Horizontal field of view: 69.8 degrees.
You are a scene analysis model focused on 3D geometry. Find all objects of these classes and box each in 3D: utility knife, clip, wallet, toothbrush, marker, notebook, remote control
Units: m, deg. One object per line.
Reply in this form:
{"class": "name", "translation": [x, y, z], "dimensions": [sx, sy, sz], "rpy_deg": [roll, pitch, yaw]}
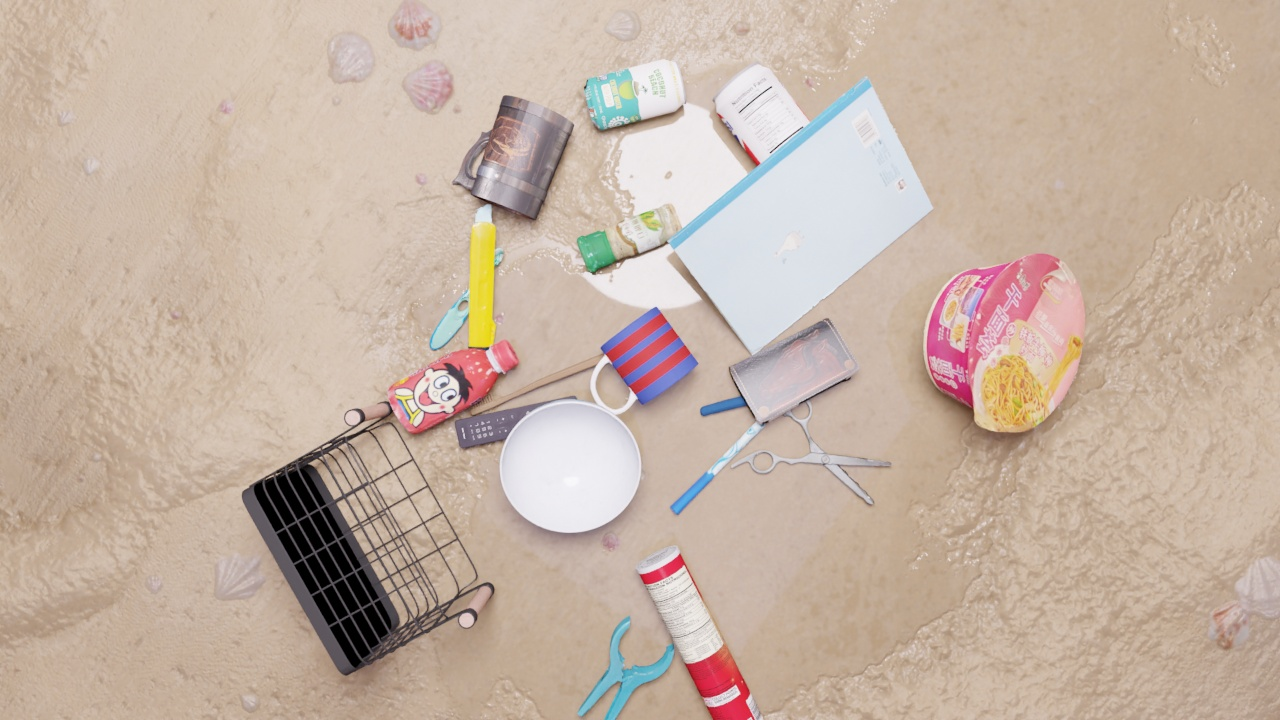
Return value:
{"class": "utility knife", "translation": [-0.169, -0.085, 0.985], "dimensions": [0.030, 0.017, 0.165], "rpy_deg": [-3, 111, -24]}
{"class": "clip", "translation": [0.000, 0.351, 1.010], "dimensions": [0.121, 0.031, 0.130], "rpy_deg": [12, 92, -3]}
{"class": "wallet", "translation": [0.164, 0.011, 0.985], "dimensions": [0.123, 0.019, 0.072], "rpy_deg": [-28, 76, -1]}
{"class": "toothbrush", "translation": [-0.189, -0.066, 1.002], "dimensions": [0.022, 0.017, 0.135], "rpy_deg": [34, 93, -27]}
{"class": "toothbrush", "translation": [0.146, 0.035, 0.999], "dimensions": [0.168, 0.014, 0.014], "rpy_deg": [-13, 80, 3]}
{"class": "marker", "translation": [0.086, 0.115, 1.005], "dimensions": [0.013, 0.013, 0.142], "rpy_deg": [44, 93, 0]}
{"class": "notebook", "translation": [0.171, -0.142, 0.947], "dimensions": [0.253, 0.009, 0.181], "rpy_deg": [-39, 125, 2]}
{"class": "remote control", "translation": [-0.134, 0.067, 1.007], "dimensions": [0.136, 0.015, 0.032], "rpy_deg": [-12, 92, -1]}
{"class": "toothbrush", "translation": [-0.111, 0.024, 1.005], "dimensions": [0.167, 0.016, 0.016], "rpy_deg": [-21, 92, 3]}

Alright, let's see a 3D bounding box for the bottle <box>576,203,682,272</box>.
{"class": "bottle", "translation": [-0.011, -0.131, 0.983], "dimensions": [0.111, 0.043, 0.043], "rpy_deg": [-21, 91, 2]}

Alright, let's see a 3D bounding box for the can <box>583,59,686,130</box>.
{"class": "can", "translation": [-0.006, -0.282, 0.971], "dimensions": [0.101, 0.055, 0.055], "rpy_deg": [-14, 91, 2]}

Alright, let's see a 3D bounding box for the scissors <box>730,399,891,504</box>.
{"class": "scissors", "translation": [0.184, 0.112, 1.002], "dimensions": [0.162, 0.014, 0.141], "rpy_deg": [-27, 88, 3]}

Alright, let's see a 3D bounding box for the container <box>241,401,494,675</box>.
{"class": "container", "translation": [-0.271, 0.179, 0.940], "dimensions": [0.130, 0.163, 0.241], "rpy_deg": [-29, 91, 2]}

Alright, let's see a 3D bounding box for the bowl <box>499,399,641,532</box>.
{"class": "bowl", "translation": [-0.074, 0.100, 0.970], "dimensions": [0.144, 0.074, 0.144], "rpy_deg": [-1, 106, -4]}

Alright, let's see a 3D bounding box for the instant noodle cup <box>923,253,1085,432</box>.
{"class": "instant noodle cup", "translation": [0.362, -0.022, 0.931], "dimensions": [0.178, 0.078, 0.179], "rpy_deg": [-7, 104, -31]}

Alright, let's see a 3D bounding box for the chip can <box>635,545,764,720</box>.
{"class": "chip can", "translation": [0.066, 0.308, 0.992], "dimensions": [0.052, 0.052, 0.214], "rpy_deg": [-27, 91, 2]}

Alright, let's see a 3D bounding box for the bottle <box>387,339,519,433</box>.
{"class": "bottle", "translation": [-0.197, 0.022, 0.984], "dimensions": [0.137, 0.062, 0.062], "rpy_deg": [-29, 91, 3]}

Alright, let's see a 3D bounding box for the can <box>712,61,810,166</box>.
{"class": "can", "translation": [0.140, -0.240, 0.962], "dimensions": [0.070, 0.070, 0.132], "rpy_deg": [-38, 91, 2]}

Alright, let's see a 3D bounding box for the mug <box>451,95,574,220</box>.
{"class": "mug", "translation": [-0.140, -0.218, 0.974], "dimensions": [0.116, 0.080, 0.107], "rpy_deg": [23, 94, 29]}

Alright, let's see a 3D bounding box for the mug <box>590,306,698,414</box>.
{"class": "mug", "translation": [-0.006, 0.006, 0.970], "dimensions": [0.112, 0.075, 0.076], "rpy_deg": [-36, 91, -1]}
